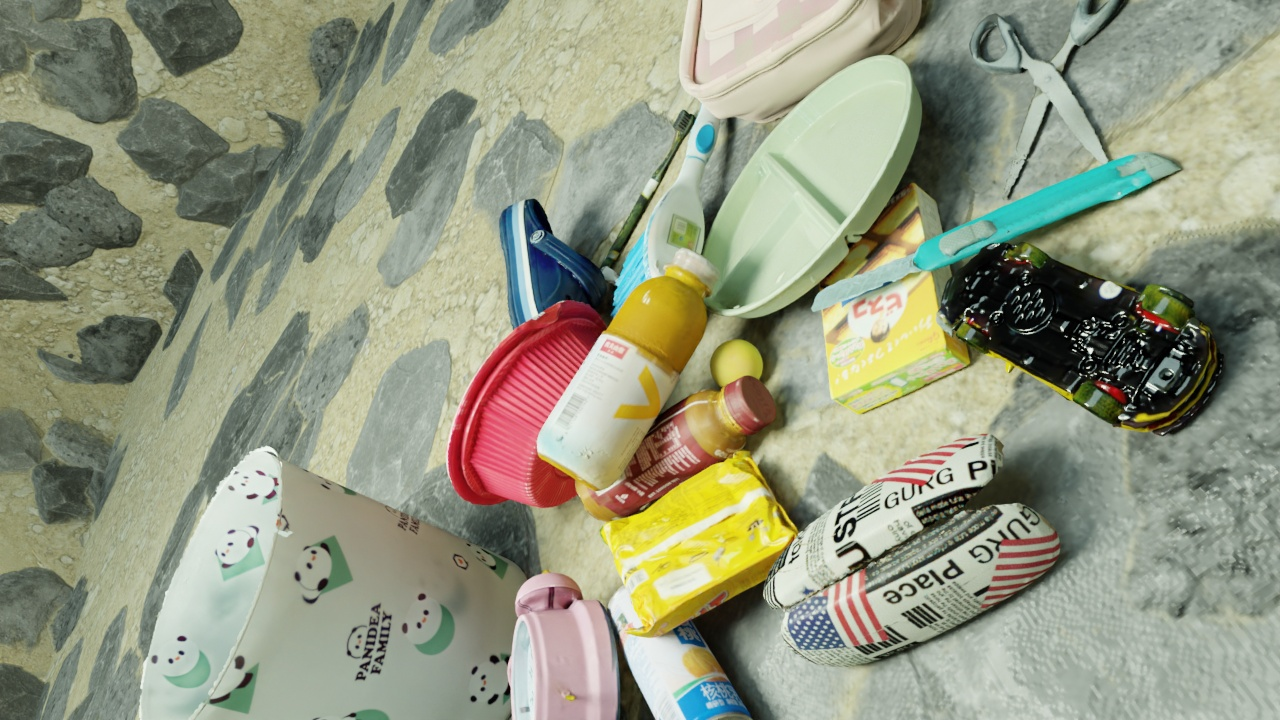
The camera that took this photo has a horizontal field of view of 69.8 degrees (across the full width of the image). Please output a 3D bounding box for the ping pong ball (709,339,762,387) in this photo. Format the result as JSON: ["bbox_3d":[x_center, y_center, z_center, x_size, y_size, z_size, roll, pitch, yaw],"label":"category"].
[{"bbox_3d":[0.073,0.004,0.699,0.040,0.040,0.040,-32,44,37],"label":"ping pong ball"}]

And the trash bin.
[{"bbox_3d":[-0.242,0.222,0.776,0.230,0.251,0.229,-32,44,37],"label":"trash bin"}]

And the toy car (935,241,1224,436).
[{"bbox_3d":[0.233,-0.018,0.501,0.071,0.041,0.156,-58,38,6],"label":"toy car"}]

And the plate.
[{"bbox_3d":[0.124,-0.127,0.697,0.231,0.027,0.229,-46,24,28],"label":"plate"}]

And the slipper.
[{"bbox_3d":[-0.079,-0.068,0.911,0.095,0.105,0.252,-23,50,7],"label":"slipper"}]

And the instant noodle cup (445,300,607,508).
[{"bbox_3d":[-0.069,0.050,0.762,0.066,0.193,0.194,31,92,28],"label":"instant noodle cup"}]

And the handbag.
[{"bbox_3d":[0.117,-0.339,0.772,0.194,0.093,0.234,-18,75,44],"label":"handbag"}]

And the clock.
[{"bbox_3d":[-0.062,0.224,0.671,0.158,0.059,0.117,-121,36,-63],"label":"clock"}]

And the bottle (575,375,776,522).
[{"bbox_3d":[0.025,0.068,0.702,0.175,0.057,0.057,-35,42,35],"label":"bottle"}]

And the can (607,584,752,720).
[{"bbox_3d":[0.023,0.206,0.612,0.053,0.053,0.134,-55,34,11],"label":"can"}]

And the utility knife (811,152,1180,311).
[{"bbox_3d":[0.206,-0.076,0.562,0.223,0.013,0.029,-24,46,25],"label":"utility knife"}]

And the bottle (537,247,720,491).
[{"bbox_3d":[-0.004,0.004,0.682,0.189,0.068,0.068,-58,33,-8],"label":"bottle"}]

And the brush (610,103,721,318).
[{"bbox_3d":[0.039,-0.148,0.833,0.313,0.060,0.110,-76,11,-47],"label":"brush"}]

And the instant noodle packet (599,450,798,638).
[{"bbox_3d":[0.038,0.126,0.623,0.128,0.044,0.110,-28,33,0],"label":"instant noodle packet"}]

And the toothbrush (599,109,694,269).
[{"bbox_3d":[0.004,-0.171,0.934,0.012,0.017,0.186,32,93,45],"label":"toothbrush"}]

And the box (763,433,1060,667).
[{"bbox_3d":[0.146,0.114,0.508,0.163,0.087,0.076,-37,1,27],"label":"box"}]

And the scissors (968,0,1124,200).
[{"bbox_3d":[0.270,-0.189,0.602,0.160,0.014,0.180,-50,38,21],"label":"scissors"}]

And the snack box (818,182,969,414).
[{"bbox_3d":[0.165,-0.042,0.618,0.087,0.033,0.140,-31,46,39],"label":"snack box"}]

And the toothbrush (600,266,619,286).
[{"bbox_3d":[0.007,-0.054,0.855,0.016,0.016,0.180,-57,36,4],"label":"toothbrush"}]
